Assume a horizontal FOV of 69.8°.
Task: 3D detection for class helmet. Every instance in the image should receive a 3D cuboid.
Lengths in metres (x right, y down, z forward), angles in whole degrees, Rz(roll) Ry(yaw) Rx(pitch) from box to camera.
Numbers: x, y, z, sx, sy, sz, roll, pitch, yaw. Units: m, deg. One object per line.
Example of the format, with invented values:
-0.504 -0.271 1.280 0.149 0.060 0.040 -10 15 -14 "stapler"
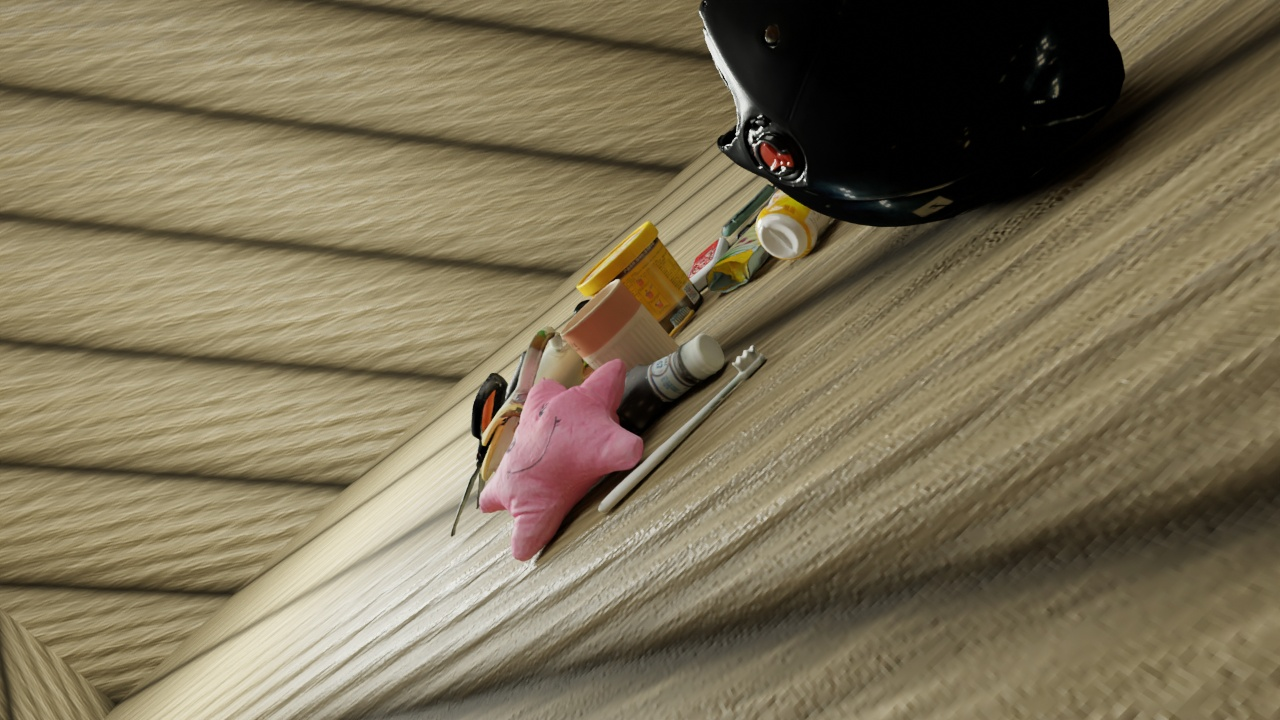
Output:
0.177 -0.201 0.626 0.232 0.230 0.275 -39 -3 -32 "helmet"

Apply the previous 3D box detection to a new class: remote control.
0.088 -0.126 1.207 0.056 0.020 0.135 -38 12 23 "remote control"

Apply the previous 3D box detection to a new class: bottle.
-0.003 0.035 0.853 0.195 0.044 0.079 -34 22 37 "bottle"
0.160 -0.149 0.918 0.063 0.063 0.108 -30 17 50 "bottle"

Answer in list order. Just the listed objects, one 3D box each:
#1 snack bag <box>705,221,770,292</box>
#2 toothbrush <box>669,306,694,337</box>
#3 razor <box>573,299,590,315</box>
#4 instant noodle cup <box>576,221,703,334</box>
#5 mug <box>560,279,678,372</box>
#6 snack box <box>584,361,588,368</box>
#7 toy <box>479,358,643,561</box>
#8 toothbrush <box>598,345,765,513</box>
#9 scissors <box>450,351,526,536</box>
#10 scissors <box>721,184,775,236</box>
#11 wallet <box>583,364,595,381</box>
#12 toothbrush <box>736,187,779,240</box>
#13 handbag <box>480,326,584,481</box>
0.153 -0.154 1.041 0.190 0.039 0.110 -47 0 -24 "snack bag"
-0.006 0.006 1.041 0.191 0.018 0.016 -46 9 -12 "toothbrush"
-0.045 -0.027 1.111 0.062 0.067 0.167 -32 26 0 "razor"
0.004 -0.087 1.105 0.118 0.114 0.118 -42 10 9 "instant noodle cup"
-0.013 -0.023 0.943 0.082 0.106 0.114 -38 12 27 "mug"
-0.106 0.022 1.225 0.156 0.026 0.086 -38 -4 -36 "snack box"
-0.079 0.080 0.816 0.195 0.074 0.178 -43 35 18 "toy"
0.031 0.055 0.725 0.180 0.016 0.016 -44 9 -4 "toothbrush"
-0.166 0.085 1.043 0.221 0.022 0.227 99 -166 -58 "scissors"
0.173 -0.237 1.257 0.170 0.019 0.171 -47 -3 0 "scissors"
-0.080 0.039 1.159 0.125 0.032 0.101 -39 9 21 "wallet"
0.194 -0.229 1.207 0.027 0.026 0.212 24 64 43 "toothbrush"
-0.111 0.032 0.970 0.163 0.063 0.179 -60 -16 -55 "handbag"
